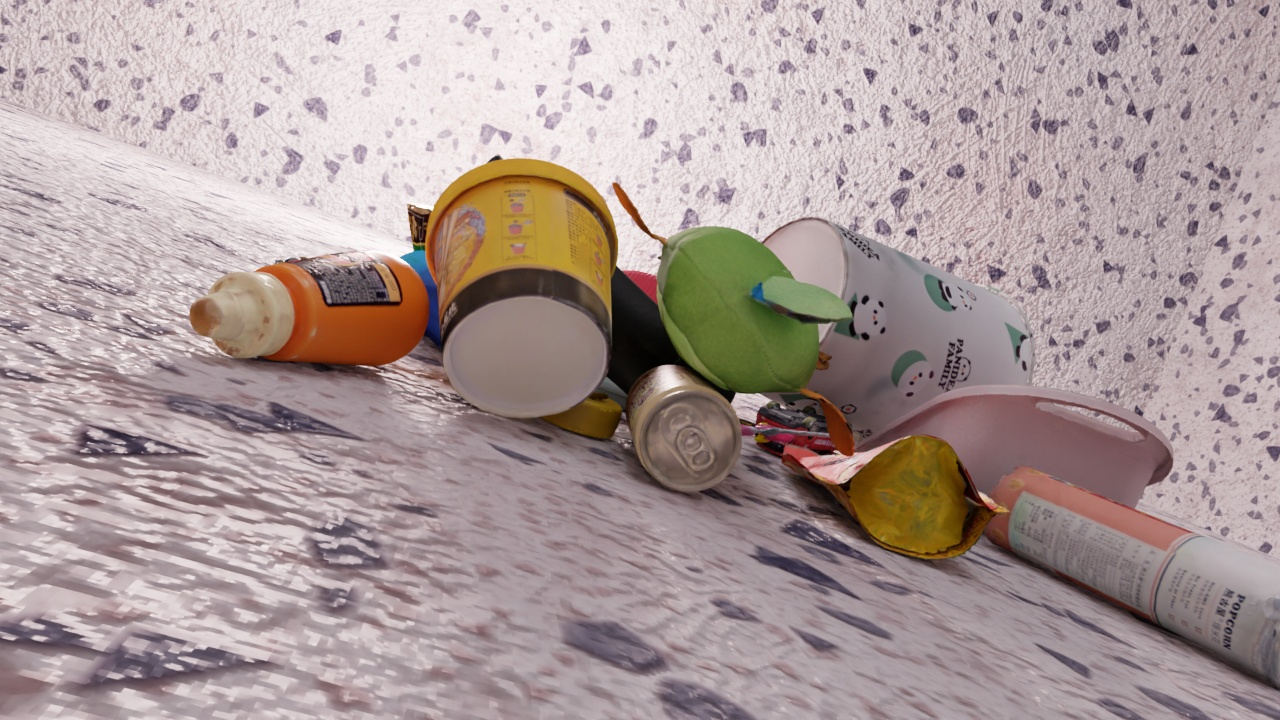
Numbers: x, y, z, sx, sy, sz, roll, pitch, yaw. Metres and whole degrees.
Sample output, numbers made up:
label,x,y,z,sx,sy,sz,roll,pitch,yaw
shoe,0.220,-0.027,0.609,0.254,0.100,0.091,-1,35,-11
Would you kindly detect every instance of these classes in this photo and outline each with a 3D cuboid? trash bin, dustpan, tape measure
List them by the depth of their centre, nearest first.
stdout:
label,x,y,z,sx,sy,sz,roll,pitch,yaw
tape measure,-0.039,0.027,0.581,0.057,0.029,0.060,25,7,42
dustpan,0.342,0.087,0.844,0.222,0.139,0.273,19,5,-5
trash bin,0.237,-0.017,0.964,0.251,0.229,0.230,21,3,-29

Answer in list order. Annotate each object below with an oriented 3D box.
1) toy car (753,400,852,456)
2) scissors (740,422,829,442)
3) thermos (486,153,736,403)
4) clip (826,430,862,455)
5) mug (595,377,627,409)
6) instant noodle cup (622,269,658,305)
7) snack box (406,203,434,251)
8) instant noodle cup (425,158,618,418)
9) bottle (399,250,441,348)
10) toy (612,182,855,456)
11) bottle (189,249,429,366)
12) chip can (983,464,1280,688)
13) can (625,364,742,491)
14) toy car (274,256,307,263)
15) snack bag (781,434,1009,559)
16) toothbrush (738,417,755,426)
label,x,y,z,sx,sy,sz,roll,pitch,yaw
toy car,0.147,0.066,0.834,0.053,0.045,0.120,26,12,39
scissors,0.091,0.055,0.714,0.134,0.017,0.133,6,-6,2
thermos,-0.033,-0.040,0.655,0.242,0.068,0.090,41,1,-10
clip,0.168,0.077,0.912,0.100,0.034,0.070,13,1,26
mug,-0.005,0.005,0.781,0.103,0.084,0.123,20,29,17
instant noodle cup,0.016,-0.031,0.930,0.194,0.065,0.194,25,-16,7
snack box,-0.162,-0.094,0.878,0.117,0.106,0.118,-1,12,-18
instant noodle cup,-0.067,-0.038,0.538,0.118,0.119,0.114,18,38,-25
bottle,-0.135,-0.035,0.699,0.065,0.065,0.219,17,6,-36
toy,0.060,-0.030,0.582,0.227,0.090,0.246,44,7,4
bottle,-0.171,-0.026,0.476,0.067,0.067,0.149,21,11,16
chip can,0.346,0.140,0.638,0.071,0.071,0.215,17,5,-33
can,0.023,0.037,0.539,0.058,0.058,0.116,19,4,-6
toy car,-0.239,-0.058,0.714,0.090,0.034,0.043,17,7,-11
snack bag,0.172,0.084,0.643,0.128,0.073,0.208,7,-2,4
toothbrush,0.053,0.043,0.881,0.186,0.017,0.012,20,9,-7
